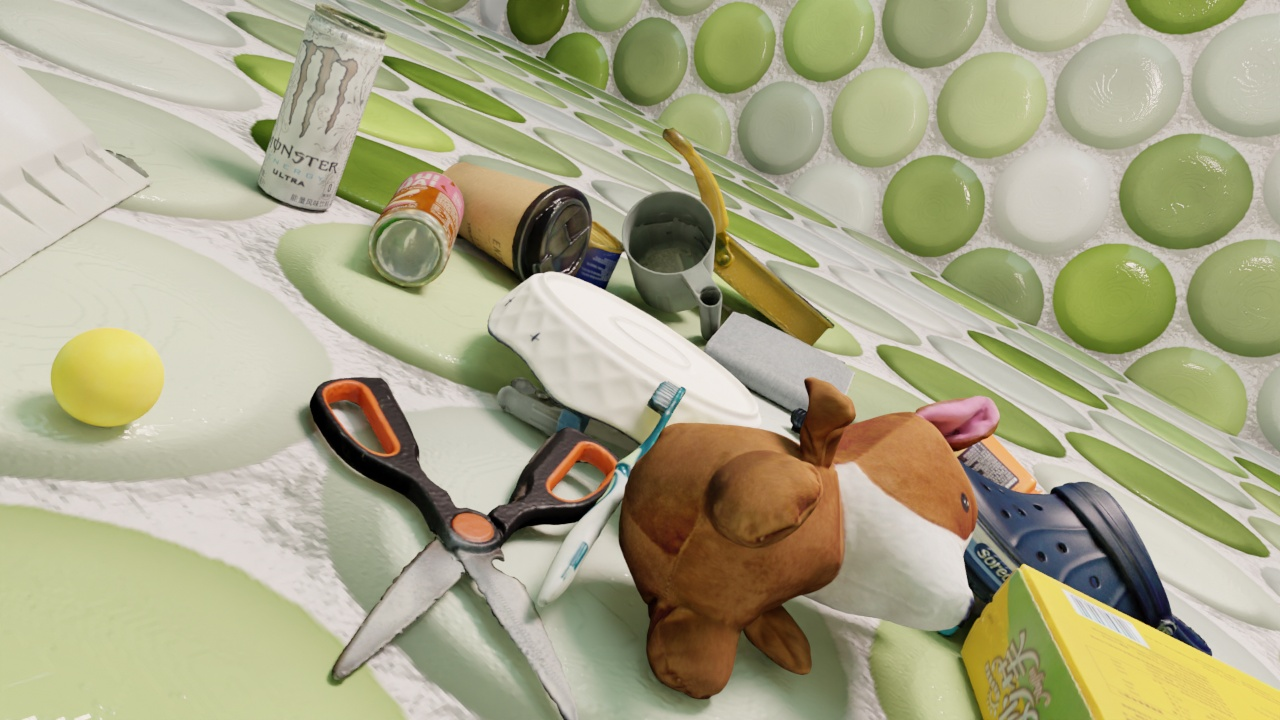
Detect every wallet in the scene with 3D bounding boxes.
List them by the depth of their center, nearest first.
[{"bbox_3d":[0.126,0.008,0.836,0.130,0.037,0.106,28,29,10],"label":"wallet"}]

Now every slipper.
[{"bbox_3d":[0.278,0.130,0.580,0.252,0.095,0.105,32,11,-18],"label":"slipper"}]

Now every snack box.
[{"bbox_3d":[0.277,0.205,0.445,0.210,0.070,0.157,26,18,0],"label":"snack box"}]

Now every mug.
[{"bbox_3d":[0.038,-0.082,0.853,0.124,0.083,0.103,60,-5,17],"label":"mug"}]

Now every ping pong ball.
[{"bbox_3d":[-0.216,0.007,0.372,0.040,0.040,0.040,23,19,-9],"label":"ping pong ball"}]

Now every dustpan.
[{"bbox_3d":[-0.448,-0.131,0.488,0.258,0.143,0.222,51,9,-23],"label":"dustpan"}]

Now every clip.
[{"bbox_3d":[-0.058,0.030,0.549,0.058,0.026,0.036,27,26,14],"label":"clip"}]

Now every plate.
[{"bbox_3d":[-0.004,0.004,0.614,0.205,0.046,0.204,31,12,-8],"label":"plate"}]

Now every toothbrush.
[{"bbox_3d":[-0.011,0.055,0.444,0.018,0.016,0.191,34,32,3],"label":"toothbrush"}]

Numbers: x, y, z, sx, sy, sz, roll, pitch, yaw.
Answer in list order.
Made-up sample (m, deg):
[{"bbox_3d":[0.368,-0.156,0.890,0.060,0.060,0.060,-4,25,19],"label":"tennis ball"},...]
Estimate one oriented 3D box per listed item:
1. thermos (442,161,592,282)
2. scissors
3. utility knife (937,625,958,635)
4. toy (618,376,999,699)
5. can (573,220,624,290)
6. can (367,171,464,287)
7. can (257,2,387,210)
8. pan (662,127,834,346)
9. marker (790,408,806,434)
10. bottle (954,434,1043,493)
[{"bbox_3d":[-0.112,-0.123,0.801,0.143,0.093,0.092,27,17,29],"label":"thermos"},{"bbox_3d":[-0.081,0.070,0.421,0.232,0.022,0.220,34,25,24],"label":"scissors"},{"bbox_3d":[0.218,0.134,0.640,0.034,0.018,0.222,42,22,14],"label":"utility knife"},{"bbox_3d":[0.092,0.078,0.427,0.199,0.140,0.130,-1,34,-42],"label":"toy"},{"bbox_3d":[-0.079,-0.119,0.884,0.074,0.049,0.148,4,29,-49],"label":"can"},{"bbox_3d":[-0.170,-0.105,0.710,0.058,0.058,0.147,21,19,-14],"label":"can"},{"bbox_3d":[-0.244,-0.192,0.704,0.058,0.147,0.058,24,19,-9],"label":"can"},{"bbox_3d":[0.097,-0.124,0.944,0.197,0.078,0.357,46,11,35],"label":"pan"},{"bbox_3d":[0.167,0.072,0.710,0.018,0.023,0.131,-7,28,-40],"label":"marker"},{"bbox_3d":[0.297,0.100,0.781,0.149,0.067,0.066,44,24,25],"label":"bottle"}]
